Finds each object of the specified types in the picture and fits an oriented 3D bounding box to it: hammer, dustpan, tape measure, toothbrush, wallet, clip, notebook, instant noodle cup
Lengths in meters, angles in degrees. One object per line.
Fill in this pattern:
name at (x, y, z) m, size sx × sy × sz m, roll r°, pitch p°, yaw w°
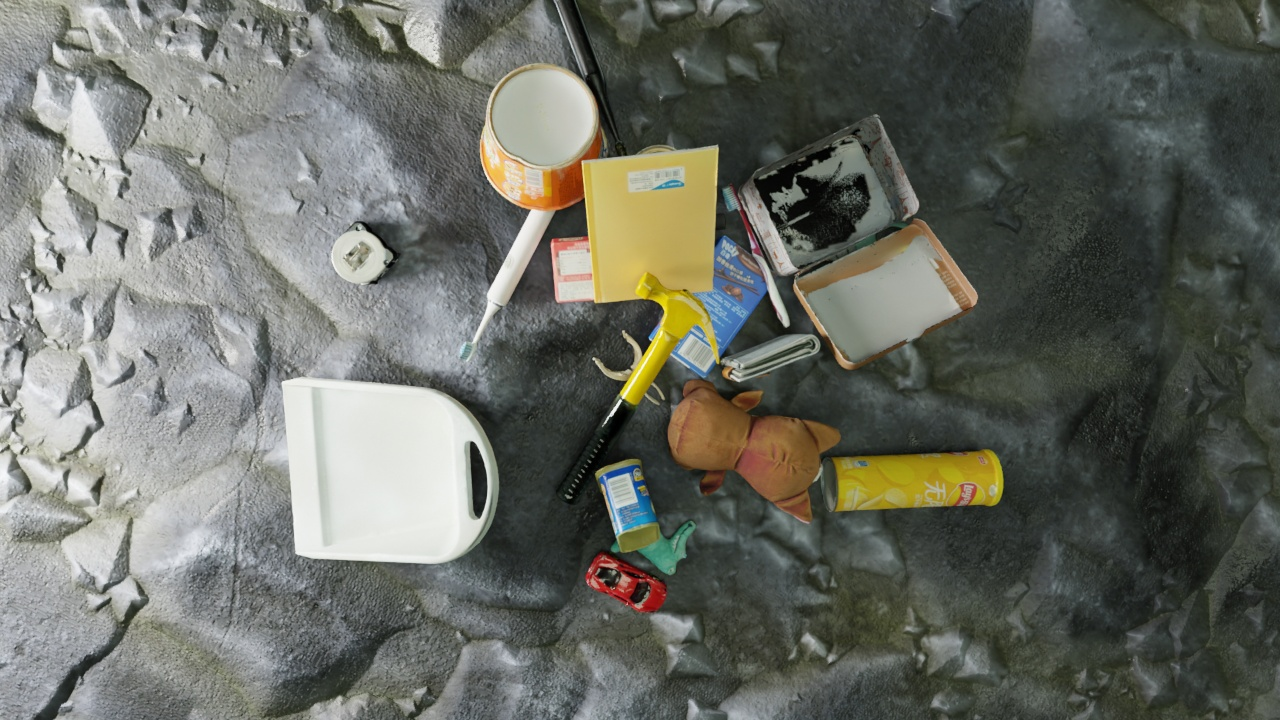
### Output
hammer at (-0.014, 0.048, 1.097) m, size 0.129 × 0.032 × 0.301 m, roll 31°, pitch 106°, yaw -7°
dustpan at (-0.292, 0.131, 1.061) m, size 0.257 × 0.142 × 0.223 m, roll -3°, pitch 96°, yaw -6°
tape measure at (-0.328, -0.122, 1.083) m, size 0.066 × 0.033 × 0.066 m, roll 42°, pitch 90°, yaw -6°
toothbrush at (-0.055, -0.332, 1.074) m, size 0.026 × 0.027 × 0.212 m, roll -20°, pitch 89°, yaw 7°
wallet at (0.149, -0.001, 1.090) m, size 0.106 × 0.130 × 0.037 m, roll -22°, pitch 94°, yaw -2°
clip at (-0.005, 0.003, 1.126) m, size 0.101 × 0.035 × 0.096 m, roll 20°, pitch 95°, yaw -11°
toothbrush at (0.140, -0.124, 1.108) m, size 0.017 × 0.016 × 0.187 m, roll -24°, pitch 97°, yaw 2°
toothbrush at (-0.161, -0.097, 1.105) m, size 0.026 × 0.027 × 0.221 m, roll 25°, pitch 94°, yaw -42°
notebook at (0.014, -0.146, 1.028) m, size 0.146 × 0.010 × 0.207 m, roll -7°, pitch 139°, yaw -3°
instant noodle cup at (-0.109, -0.256, 1.036) m, size 0.151 × 0.111 × 0.151 m, roll 1°, pitch 84°, yaw -5°

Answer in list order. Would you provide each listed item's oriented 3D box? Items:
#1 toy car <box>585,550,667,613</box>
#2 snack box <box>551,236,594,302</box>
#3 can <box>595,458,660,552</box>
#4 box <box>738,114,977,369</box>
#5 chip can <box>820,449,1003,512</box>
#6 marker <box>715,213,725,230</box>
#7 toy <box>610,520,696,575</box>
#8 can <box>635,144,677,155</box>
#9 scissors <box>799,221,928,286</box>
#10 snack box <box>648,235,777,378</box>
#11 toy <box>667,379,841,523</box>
toy car at (-0.016, 0.282, 1.156) m, size 0.106 × 0.031 × 0.049 m, roll 29°, pitch 94°, yaw -9°
snack box at (-0.029, -0.113, 1.106) m, size 0.153 × 0.025 × 0.075 m, roll -5°, pitch 111°, yaw -4°
can at (-0.013, 0.175, 1.095) m, size 0.057 × 0.102 × 0.083 m, roll -17°, pitch 66°, yaw -5°
box at (0.251, -0.133, 1.078) m, size 0.178 × 0.103 × 0.261 m, roll -26°, pitch 89°, yaw -6°
chip can at (0.339, 0.151, 1.155) m, size 0.213 × 0.072 × 0.072 m, roll -2°, pitch 96°, yaw -4°
marker at (0.039, -0.160, 1.119) m, size 0.132 × 0.020 × 0.022 m, roll -8°, pitch 86°, yaw -4°
toy at (0.023, 0.227, 1.156) m, size 0.092 × 0.030 × 0.096 m, roll 44°, pitch 83°, yaw -13°
can at (0.016, -0.206, 1.066) m, size 0.075 × 0.111 × 0.075 m, roll -1°, pitch 96°, yaw -5°
scissors at (0.285, -0.146, 1.144) m, size 0.185 × 0.019 × 0.129 m, roll 32°, pitch 92°, yaw -9°
snack box at (0.089, -0.066, 1.130) m, size 0.084 × 0.026 × 0.157 m, roll 35°, pitch 91°, yaw -8°
toy at (0.132, 0.106, 1.110) m, size 0.200 × 0.130 × 0.140 m, roll 17°, pitch 96°, yaw 14°
